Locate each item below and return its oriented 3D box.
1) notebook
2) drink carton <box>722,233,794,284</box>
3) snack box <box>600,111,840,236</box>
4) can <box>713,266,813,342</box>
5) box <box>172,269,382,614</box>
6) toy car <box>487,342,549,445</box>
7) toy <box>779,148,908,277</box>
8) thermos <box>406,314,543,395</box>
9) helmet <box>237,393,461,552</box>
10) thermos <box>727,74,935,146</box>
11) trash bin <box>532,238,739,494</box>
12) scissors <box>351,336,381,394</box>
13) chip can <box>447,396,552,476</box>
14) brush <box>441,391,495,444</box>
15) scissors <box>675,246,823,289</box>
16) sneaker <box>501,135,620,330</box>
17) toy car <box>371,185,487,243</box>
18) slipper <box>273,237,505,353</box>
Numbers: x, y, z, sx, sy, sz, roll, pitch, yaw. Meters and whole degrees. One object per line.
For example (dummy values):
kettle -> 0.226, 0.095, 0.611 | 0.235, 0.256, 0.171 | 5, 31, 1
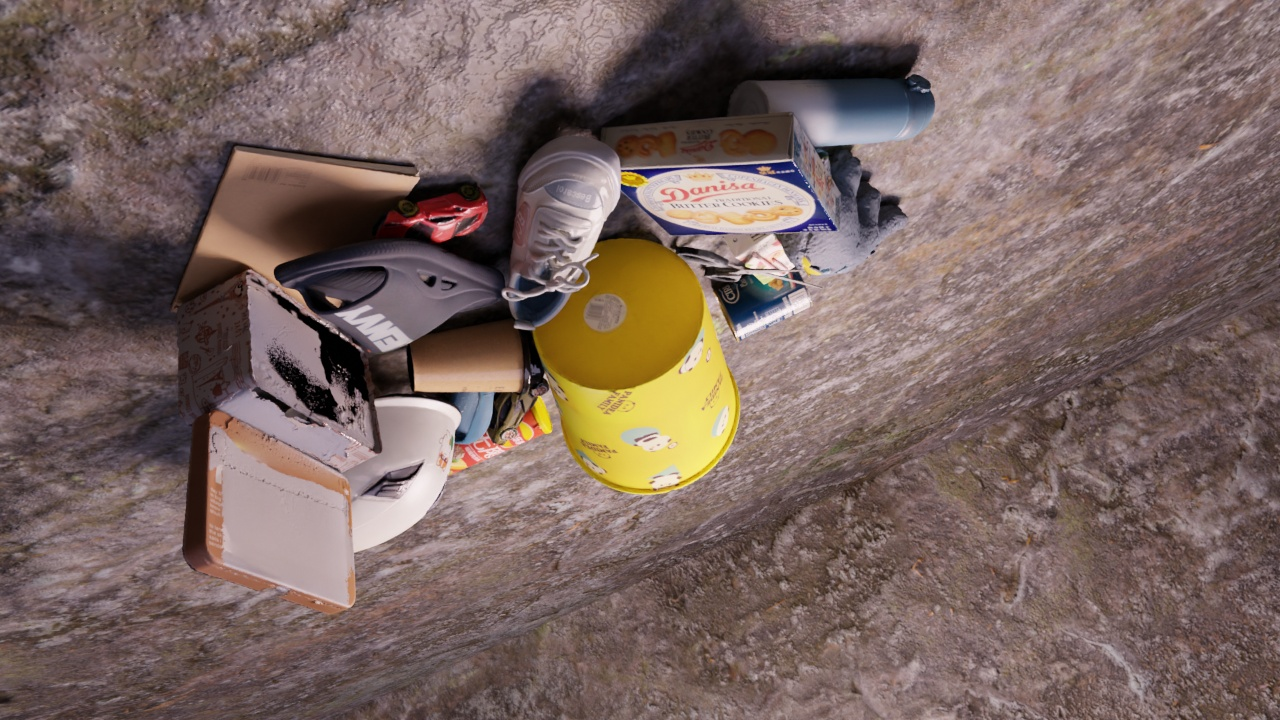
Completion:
notebook -> -0.299, -0.101, 0.787 | 0.149, 0.012, 0.212 | -1, 149, -41
drink carton -> 0.146, -0.133, 1.105 | 0.054, 0.045, 0.122 | -31, 157, 15
snack box -> 0.078, -0.166, 0.855 | 0.178, 0.045, 0.182 | 2, 169, 26
can -> 0.161, -0.081, 1.197 | 0.111, 0.075, 0.075 | -26, 158, 4
box -> -0.305, 0.074, 0.788 | 0.082, 0.260, 0.177 | -25, 146, 11
toy car -> -0.160, 0.042, 1.141 | 0.042, 0.070, 0.158 | 7, 131, -35
toy -> 0.224, -0.161, 1.059 | 0.138, 0.091, 0.355 | -50, 156, 15
thermos -> -0.186, -0.001, 1.029 | 0.143, 0.093, 0.093 | -7, 153, -20
helmet -> -0.338, 0.140, 1.044 | 0.274, 0.156, 0.230 | -9, 161, 8
thermos -> 0.190, -0.241, 0.885 | 0.220, 0.070, 0.070 | -12, 155, -28
trash bin -> -0.006, 0.006, 1.056 | 0.229, 0.229, 0.255 | -23, 153, -2
scissors -> -0.323, -0.001, 0.973 | 0.204, 0.021, 0.225 | 5, 153, -44
chip can -> -0.231, 0.107, 1.242 | 0.216, 0.073, 0.073 | -23, 158, 1
brush -> -0.207, 0.054, 1.124 | 0.055, 0.073, 0.144 | -3, 140, -33
scissors -> 0.124, -0.104, 1.075 | 0.181, 0.014, 0.159 | 16, 175, -5
sneaker -> -0.084, -0.106, 0.848 | 0.089, 0.090, 0.243 | 17, 150, -10
toy car -> -0.184, -0.122, 0.808 | 0.106, 0.031, 0.049 | -20, 162, -34
slipper -> -0.207, -0.052, 0.836 | 0.111, 0.083, 0.267 | -14, 173, 22
